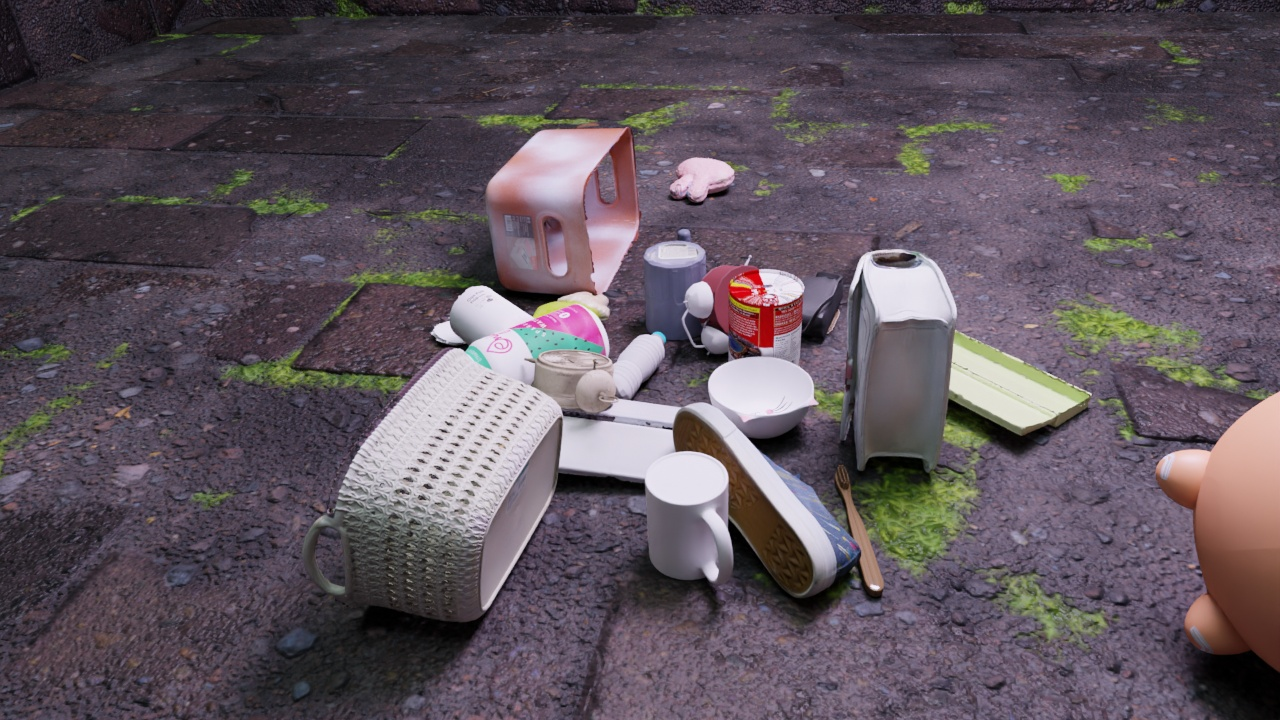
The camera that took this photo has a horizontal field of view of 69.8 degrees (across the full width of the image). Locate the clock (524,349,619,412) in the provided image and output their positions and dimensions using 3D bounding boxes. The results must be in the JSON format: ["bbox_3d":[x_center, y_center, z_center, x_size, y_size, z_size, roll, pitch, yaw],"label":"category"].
[{"bbox_3d":[-0.063,0.020,0.978,0.092,0.055,0.141,-3,16,-31],"label":"clock"}]

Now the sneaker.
[{"bbox_3d":[0.117,0.117,0.863,0.079,0.088,0.235,-10,41,-32],"label":"sneaker"}]

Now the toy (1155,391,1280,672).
[{"bbox_3d":[0.542,0.129,0.662,0.281,0.262,0.265,-10,-14,24],"label":"toy"}]

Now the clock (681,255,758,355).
[{"bbox_3d":[0.109,-0.068,1.142,0.137,0.096,0.048,-34,21,-21],"label":"clock"}]

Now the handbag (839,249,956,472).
[{"bbox_3d":[0.254,0.001,0.935,0.096,0.199,0.141,-2,32,5],"label":"handbag"}]

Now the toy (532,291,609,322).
[{"bbox_3d":[-0.087,-0.060,1.205,0.092,0.043,0.117,12,33,26],"label":"toy"}]

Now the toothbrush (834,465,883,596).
[{"bbox_3d":[0.204,0.156,0.864,0.016,0.016,0.166,-2,33,0],"label":"toothbrush"}]

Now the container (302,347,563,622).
[{"bbox_3d":[-0.169,0.112,0.824,0.143,0.185,0.250,15,35,11],"label":"container"}]

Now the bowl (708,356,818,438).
[{"bbox_3d":[0.131,0.047,1.008,0.115,0.051,0.114,-2,33,1],"label":"bowl"}]

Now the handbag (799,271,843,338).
[{"bbox_3d":[0.216,-0.075,1.192,0.079,0.054,0.128,7,37,25],"label":"handbag"}]

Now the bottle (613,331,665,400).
[{"bbox_3d":[-0.006,0.006,1.092,0.044,0.044,0.135,13,36,23],"label":"bottle"}]

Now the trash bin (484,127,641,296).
[{"bbox_3d":[-0.107,-0.221,1.335,0.157,0.182,0.259,4,34,15],"label":"trash bin"}]

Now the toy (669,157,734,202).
[{"bbox_3d":[0.100,-0.308,1.572,0.108,0.053,0.104,21,51,32],"label":"toy"}]

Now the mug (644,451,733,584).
[{"bbox_3d":[0.050,0.149,0.819,0.073,0.091,0.110,-16,35,-20],"label":"mug"}]

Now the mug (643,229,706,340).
[{"bbox_3d":[0.050,-0.102,1.201,0.084,0.104,0.123,4,34,13],"label":"mug"}]

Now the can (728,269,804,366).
[{"bbox_3d":[0.145,-0.035,1.075,0.086,0.117,0.086,-2,33,1],"label":"can"}]

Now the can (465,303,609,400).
[{"bbox_3d":[-0.123,-0.002,1.074,0.165,0.088,0.088,-23,38,-28],"label":"can"}]

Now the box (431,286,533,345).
[{"bbox_3d":[-0.205,-0.047,1.167,0.084,0.095,0.165,-32,51,-31],"label":"box"}]

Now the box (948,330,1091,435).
[{"bbox_3d":[0.389,0.024,1.039,0.138,0.030,0.187,-19,35,-33],"label":"box"}]

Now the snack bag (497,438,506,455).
[{"bbox_3d":[-0.141,0.094,0.988,0.099,0.020,0.026,0,33,5],"label":"snack bag"}]

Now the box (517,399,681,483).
[{"bbox_3d":[-0.024,0.077,0.973,0.210,0.046,0.127,8,36,3],"label":"box"}]
